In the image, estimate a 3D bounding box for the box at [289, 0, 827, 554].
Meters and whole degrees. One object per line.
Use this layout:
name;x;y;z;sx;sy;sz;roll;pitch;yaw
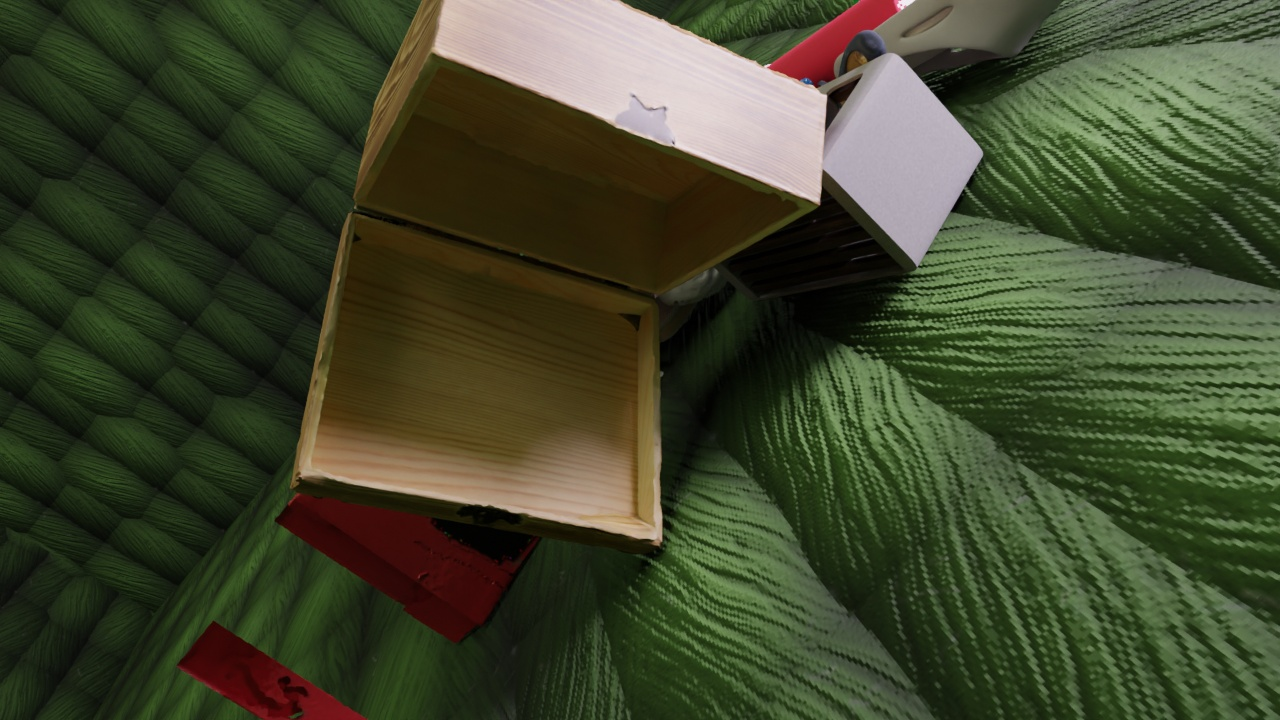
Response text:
box;-0.072;-0.040;0.663;0.287;0.279;0.334;-22;58;61

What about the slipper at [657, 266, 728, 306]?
slipper;0.072;-0.147;0.994;0.112;0.074;0.246;-19;33;35

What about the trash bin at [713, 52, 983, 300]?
trash bin;0.145;-0.141;0.772;0.114;0.114;0.229;-56;20;-17

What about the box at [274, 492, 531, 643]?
box;-0.231;0.157;0.918;0.164;0.213;0.154;-59;15;-28

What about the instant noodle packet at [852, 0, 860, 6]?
instant noodle packet;0.307;-0.431;0.980;0.196;0.090;0.252;-16;54;60

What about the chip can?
chip can;0.214;-0.327;0.973;0.069;0.069;0.221;-58;20;-23

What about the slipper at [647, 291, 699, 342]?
slipper;-0.021;-0.049;1.072;0.114;0.052;0.264;-57;20;-22

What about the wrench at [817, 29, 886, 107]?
wrench;0.189;-0.241;0.819;0.022;0.073;0.273;-47;-4;6

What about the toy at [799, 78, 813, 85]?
toy;0.163;-0.240;0.987;0.176;0.071;0.113;-38;-6;-18

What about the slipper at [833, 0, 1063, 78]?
slipper;0.287;-0.283;0.792;0.112;0.080;0.267;-6;-11;-42

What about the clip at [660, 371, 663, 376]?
clip;-0.006;0.006;0.973;0.102;0.052;0.057;-20;63;54
